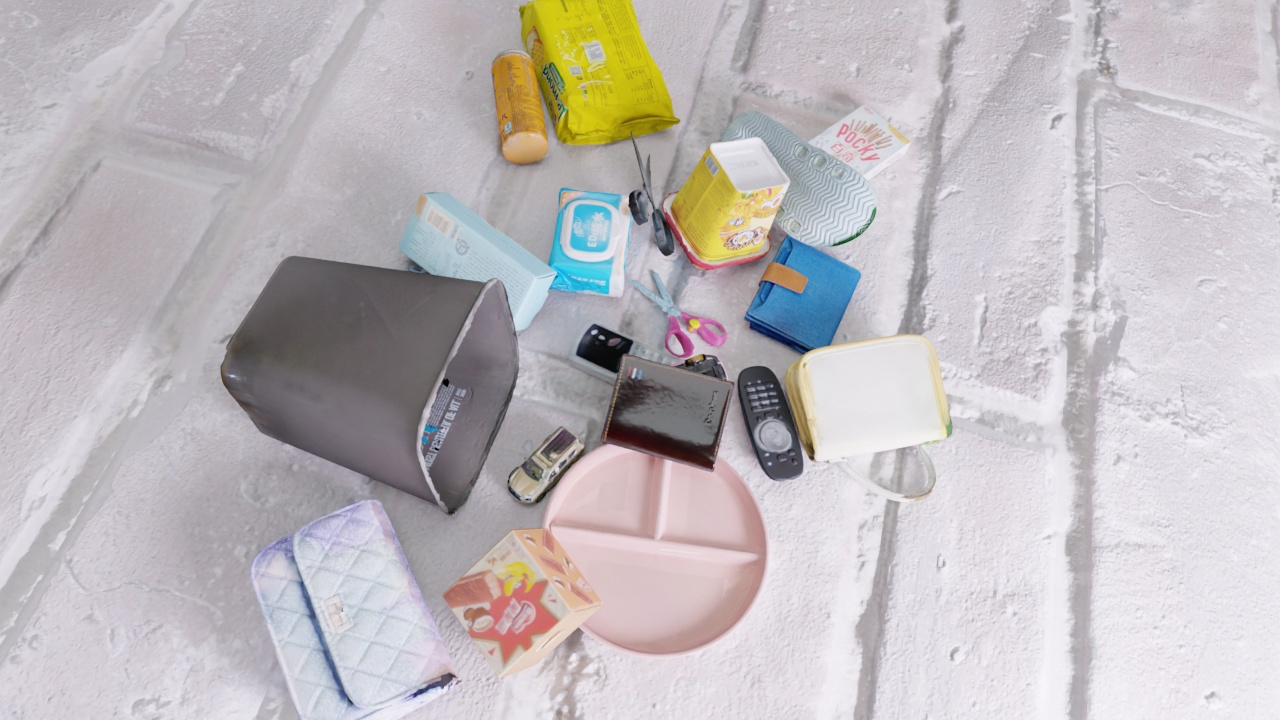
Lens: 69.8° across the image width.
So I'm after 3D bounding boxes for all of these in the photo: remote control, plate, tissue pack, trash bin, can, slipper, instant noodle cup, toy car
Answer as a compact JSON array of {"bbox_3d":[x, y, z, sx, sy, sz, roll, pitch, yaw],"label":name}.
[{"bbox_3d":[-0.006,0.006,1.018,0.150,0.021,0.058,24,62,6],"label":"remote control"},{"bbox_3d":[0.015,0.184,0.922,0.229,0.028,0.229,3,62,-6],"label":"plate"},{"bbox_3d":[-0.058,-0.139,1.066,0.090,0.063,0.139,7,62,-1],"label":"tissue pack"},{"bbox_3d":[-0.257,0.014,0.902,0.220,0.199,0.198,14,59,10],"label":"trash bin"},{"bbox_3d":[-0.153,-0.320,1.156,0.058,0.058,0.145,-7,63,-9],"label":"can"},{"bbox_3d":[0.190,-0.220,1.121,0.104,0.074,0.245,-53,54,17],"label":"slipper"},{"bbox_3d":[0.139,0.069,0.997,0.053,0.024,0.136,-8,64,-12],"label":"remote control"},{"bbox_3d":[0.103,-0.185,1.062,0.116,0.124,0.116,-15,63,-28],"label":"instant noodle cup"},{"bbox_3d":[0.033,0.032,0.976,0.122,0.037,0.056,-20,85,0],"label":"toy car"},{"bbox_3d":[-0.099,0.108,0.947,0.042,0.035,0.090,38,67,15],"label":"toy car"}]

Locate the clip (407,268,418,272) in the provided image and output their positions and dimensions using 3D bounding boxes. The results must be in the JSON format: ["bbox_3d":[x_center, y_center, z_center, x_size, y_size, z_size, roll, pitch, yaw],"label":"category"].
[{"bbox_3d":[-0.240,-0.086,1.043,0.057,0.024,0.029,23,66,0],"label":"clip"}]

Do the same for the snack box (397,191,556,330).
[{"bbox_3d":[-0.184,-0.112,1.026,0.175,0.074,0.051,37,25,13],"label":"snack box"}]

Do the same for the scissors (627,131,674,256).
[{"bbox_3d":[0.008,-0.201,1.105,0.014,0.159,0.173,-24,94,20],"label":"scissors"}]

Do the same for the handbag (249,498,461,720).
[{"bbox_3d":[-0.264,0.238,0.837,0.134,0.076,0.194,-24,68,-18],"label":"handbag"}]

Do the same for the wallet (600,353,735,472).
[{"bbox_3d":[0.029,0.054,0.948,0.122,0.020,0.096,15,87,1],"label":"wallet"}]

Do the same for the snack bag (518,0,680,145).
[{"bbox_3d":[-0.058,-0.389,1.198,0.158,0.068,0.246,-14,65,-13],"label":"snack bag"}]

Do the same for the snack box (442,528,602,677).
[{"bbox_3d":[-0.107,0.219,0.842,0.093,0.077,0.094,-43,71,8],"label":"snack box"}]

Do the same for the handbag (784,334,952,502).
[{"bbox_3d":[0.252,0.070,0.997,0.163,0.063,0.178,-9,78,-10],"label":"handbag"}]

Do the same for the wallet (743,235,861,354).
[{"bbox_3d":[0.191,-0.076,1.074,0.106,0.040,0.132,28,61,4],"label":"wallet"}]

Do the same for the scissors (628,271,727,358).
[{"bbox_3d":[0.033,-0.050,1.050,0.136,0.017,0.105,37,51,12],"label":"scissors"}]

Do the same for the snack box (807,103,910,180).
[{"bbox_3d":[0.266,-0.265,1.188,0.156,0.027,0.084,-36,71,-21],"label":"snack box"}]
